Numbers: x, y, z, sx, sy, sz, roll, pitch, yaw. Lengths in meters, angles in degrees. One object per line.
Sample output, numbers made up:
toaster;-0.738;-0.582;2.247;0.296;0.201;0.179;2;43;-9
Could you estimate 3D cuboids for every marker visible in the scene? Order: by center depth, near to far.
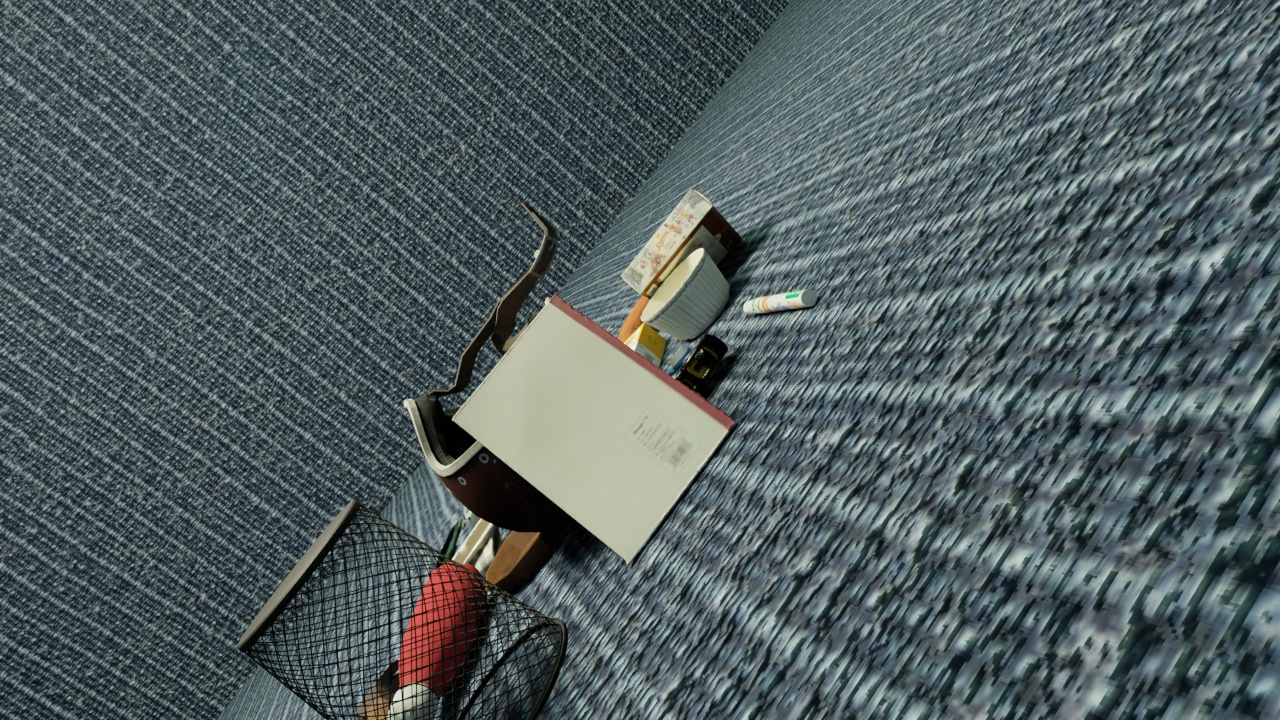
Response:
marker;0.134;-0.056;0.901;0.017;0.017;0.145;-52;12;-9

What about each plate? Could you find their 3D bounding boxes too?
plate;-0.126;0.209;1.041;0.131;0.025;0.131;-48;11;13

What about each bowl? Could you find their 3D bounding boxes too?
bowl;0.061;-0.074;1.125;0.115;0.062;0.115;-48;11;12

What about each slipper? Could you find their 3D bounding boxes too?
slipper;-0.198;0.232;1.175;0.272;0.054;0.114;-56;8;-4

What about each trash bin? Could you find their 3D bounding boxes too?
trash bin;-0.202;0.237;0.769;0.184;0.210;0.184;-48;11;13

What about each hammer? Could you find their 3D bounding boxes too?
hammer;-0.276;0.404;0.992;0.115;0.033;0.324;-56;13;-16

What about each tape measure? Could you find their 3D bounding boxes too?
tape measure;0.064;0.004;0.930;0.061;0.034;0.061;-55;-3;10

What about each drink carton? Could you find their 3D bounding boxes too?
drink carton;-0.007;0.007;1.187;0.059;0.040;0.122;-45;12;26

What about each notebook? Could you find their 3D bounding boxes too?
notebook;-0.043;0.054;0.807;0.153;0.209;0.012;-51;-18;-8

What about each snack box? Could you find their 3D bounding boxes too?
snack box;0.058;-0.138;1.221;0.147;0.041;0.143;-50;-23;7

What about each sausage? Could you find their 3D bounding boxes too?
sausage;0.001;-0.053;1.345;0.163;0.044;0.039;-63;-19;-47

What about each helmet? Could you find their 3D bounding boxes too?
helmet;-0.115;0.044;0.944;0.233;0.253;0.234;-37;-17;-11

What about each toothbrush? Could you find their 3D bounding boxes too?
toothbrush;0.024;0.019;1.013;0.016;0.014;0.167;-50;-1;-25

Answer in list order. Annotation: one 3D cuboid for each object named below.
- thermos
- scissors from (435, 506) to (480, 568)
thermos;-0.215;0.303;0.966;0.073;0.073;0.239;-48;12;15
scissors;-0.258;0.262;1.336;0.205;0.015;0.201;-64;26;16
